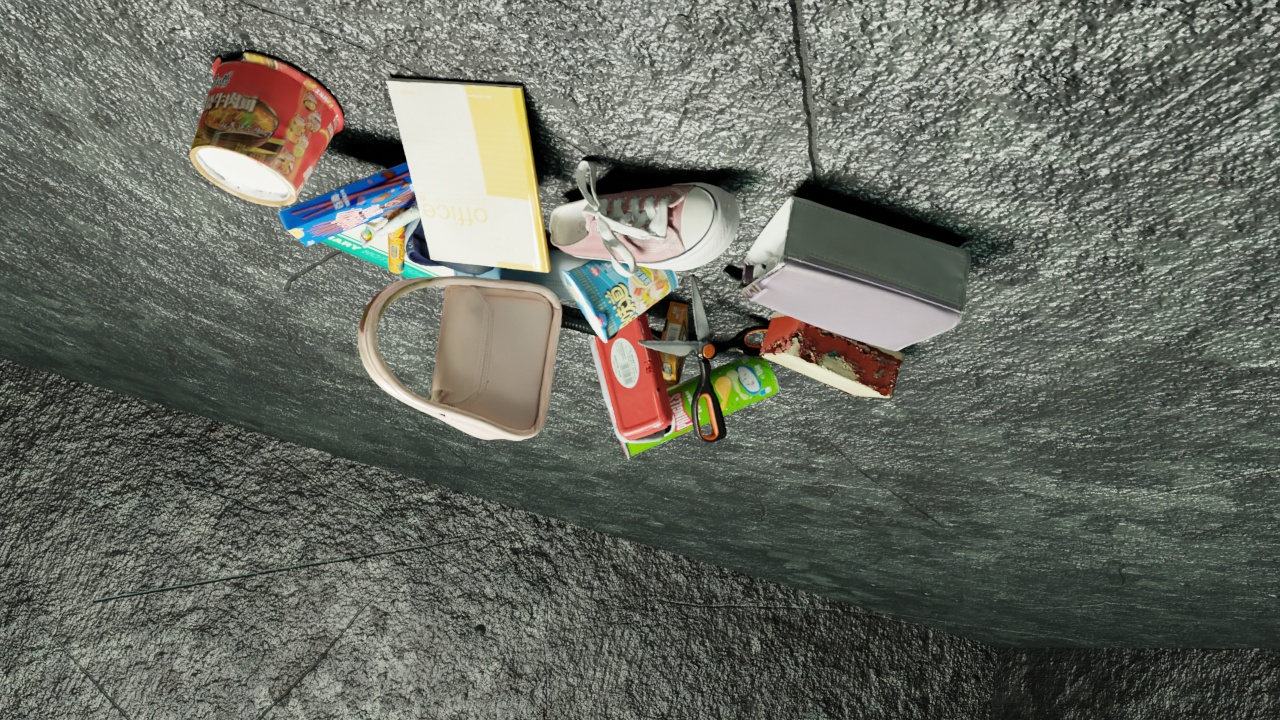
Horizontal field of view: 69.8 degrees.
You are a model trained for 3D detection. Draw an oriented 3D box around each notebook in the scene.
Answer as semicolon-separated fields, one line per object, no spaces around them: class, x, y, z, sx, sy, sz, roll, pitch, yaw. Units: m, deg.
notebook;-0.172;-0.185;0.941;0.146;0.010;0.207;8;130;16
notebook;-0.331;-0.154;1.231;0.209;0.012;0.151;24;155;-39

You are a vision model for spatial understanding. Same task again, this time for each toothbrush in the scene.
toothbrush;-0.296;-0.160;1.087;0.020;0.029;0.190;9;173;-33
toothbrush;0.182;-0.076;1.121;0.189;0.014;0.016;20;160;-17

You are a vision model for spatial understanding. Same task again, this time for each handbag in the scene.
handbag;0.216;-0.086;0.950;0.197;0.098;0.145;17;158;-9
handbag;-0.213;-0.013;1.070;0.233;0.193;0.094;15;165;-38

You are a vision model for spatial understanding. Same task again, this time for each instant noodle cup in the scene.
instant noodle cup;-0.018;-0.088;1.062;0.099;0.110;0.099;58;172;12
instant noodle cup;-0.395;-0.234;0.962;0.138;0.108;0.138;13;160;4

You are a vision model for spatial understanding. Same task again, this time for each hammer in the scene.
hammer;-0.129;-0.066;1.230;0.128;0.033;0.301;26;174;-39

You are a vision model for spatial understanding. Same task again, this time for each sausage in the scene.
sausage;-0.310;-0.153;1.164;0.021;0.021;0.165;17;153;-7

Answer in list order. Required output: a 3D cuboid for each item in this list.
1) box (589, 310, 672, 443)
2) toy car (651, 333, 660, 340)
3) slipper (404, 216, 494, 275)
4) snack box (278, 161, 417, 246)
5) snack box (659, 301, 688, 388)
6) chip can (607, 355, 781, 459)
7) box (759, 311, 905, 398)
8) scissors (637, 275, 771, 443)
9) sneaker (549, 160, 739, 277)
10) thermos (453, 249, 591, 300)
box;-0.008;0.008;1.220;0.095;0.201;0.100;-22;163;21
toy car;-0.008;-0.033;1.338;0.105;0.031;0.049;26;157;-18
slipper;-0.212;-0.144;1.067;0.105;0.095;0.253;0;171;-34
snack box;-0.315;-0.175;1.027;0.157;0.026;0.084;-23;178;-7
snack box;0.047;-0.017;1.279;0.026;0.075;0.154;13;160;8
chip can;0.075;0.059;1.288;0.236;0.072;0.072;-23;158;-4
box;0.242;0.001;1.167;0.168;0.077;0.091;22;171;-20
scissors;0.093;0.000;1.184;0.232;0.221;0.022;-2;-168;-30
sneaker;-0.014;-0.144;0.955;0.241;0.118;0.087;5;179;38
thermos;-0.133;-0.111;1.168;0.221;0.070;0.070;6;158;21
